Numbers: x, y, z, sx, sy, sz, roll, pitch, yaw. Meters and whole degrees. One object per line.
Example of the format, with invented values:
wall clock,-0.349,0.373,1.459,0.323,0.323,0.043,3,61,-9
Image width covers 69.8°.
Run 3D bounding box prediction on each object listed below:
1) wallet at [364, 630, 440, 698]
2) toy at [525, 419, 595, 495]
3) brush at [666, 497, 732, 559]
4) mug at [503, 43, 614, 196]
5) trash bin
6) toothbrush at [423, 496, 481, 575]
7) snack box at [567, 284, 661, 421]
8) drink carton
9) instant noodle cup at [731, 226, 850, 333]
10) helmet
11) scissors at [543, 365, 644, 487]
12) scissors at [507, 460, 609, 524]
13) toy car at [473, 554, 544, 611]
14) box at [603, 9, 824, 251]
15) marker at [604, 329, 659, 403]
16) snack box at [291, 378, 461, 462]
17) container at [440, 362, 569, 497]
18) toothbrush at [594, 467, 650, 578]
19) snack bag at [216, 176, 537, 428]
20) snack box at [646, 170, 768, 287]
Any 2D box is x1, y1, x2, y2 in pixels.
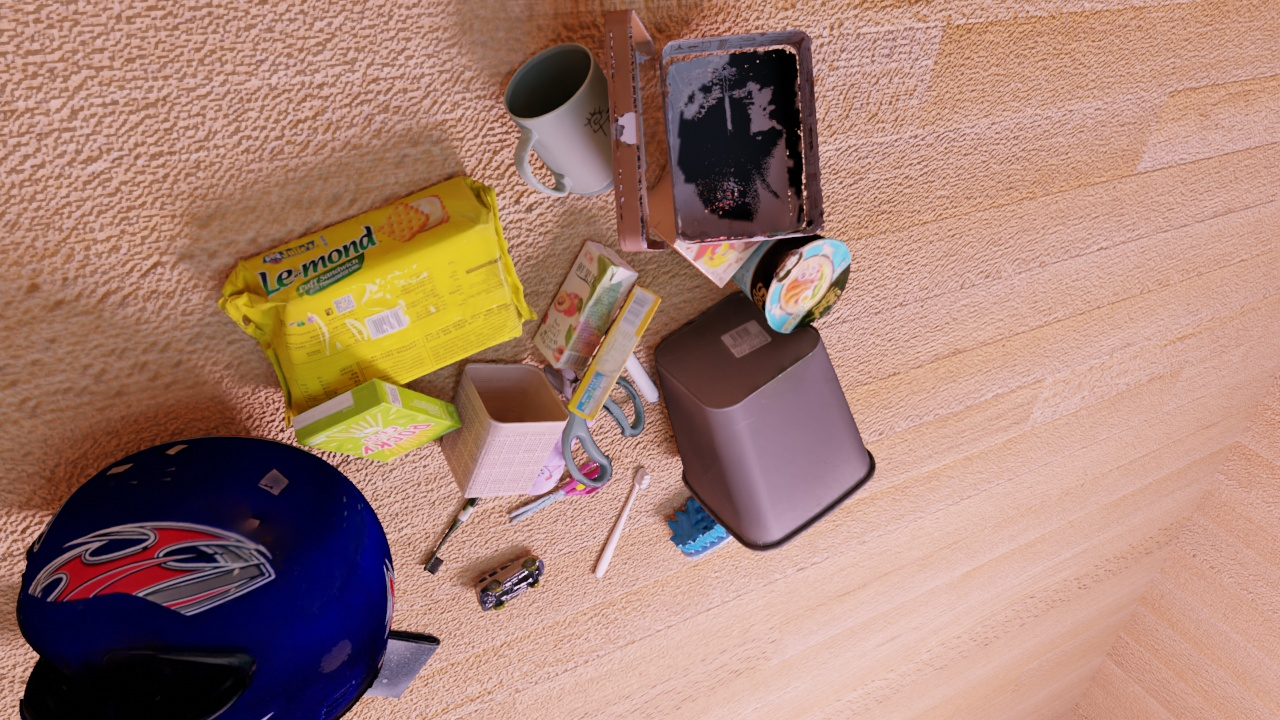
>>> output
wallet,-0.308,0.359,1.080,0.120,0.019,0.097,25,107,-44
toy,-0.100,0.102,1.015,0.083,0.039,0.108,7,114,-46
brush,0.173,0.171,1.270,0.314,0.060,0.109,-37,143,-11
mug,-0.061,-0.187,0.772,0.111,0.082,0.106,-59,145,-17
trash bin,0.135,0.059,1.056,0.198,0.199,0.220,-33,130,-13
toothbrush,-0.187,0.165,1.016,0.186,0.017,0.012,-55,175,12
snack box,-0.028,-0.007,0.928,0.034,0.087,0.140,31,87,-3
drink carton,-0.054,-0.052,0.916,0.045,0.053,0.123,13,115,-44
instant noodle cup,0.141,-0.107,0.970,0.111,0.120,0.111,-21,134,-23
helmet,-0.367,0.186,0.747,0.315,0.247,0.241,-13,117,0
scissors,-0.063,0.067,0.994,0.179,0.019,0.161,38,68,-44
scissors,-0.096,0.163,1.088,0.137,0.017,0.072,-31,146,-7
toy car,-0.157,0.264,1.105,0.090,0.035,0.042,-26,136,-26
box,0.073,-0.186,0.759,0.158,0.217,0.180,-3,96,11
marker,-0.006,0.006,1.025,0.022,0.018,0.131,-45,138,-11
snack box,-0.232,0.057,0.828,0.086,0.026,0.156,-25,164,7
container,-0.141,0.073,0.922,0.090,0.090,0.111,1,129,-37
toothbrush,-0.025,0.214,1.177,0.016,0.016,0.180,4,120,-36
snack bag,-0.215,-0.048,0.791,0.246,0.068,0.158,-26,134,-17
snack box,0.067,-0.144,0.916,0.093,0.077,0.094,-49,137,6
